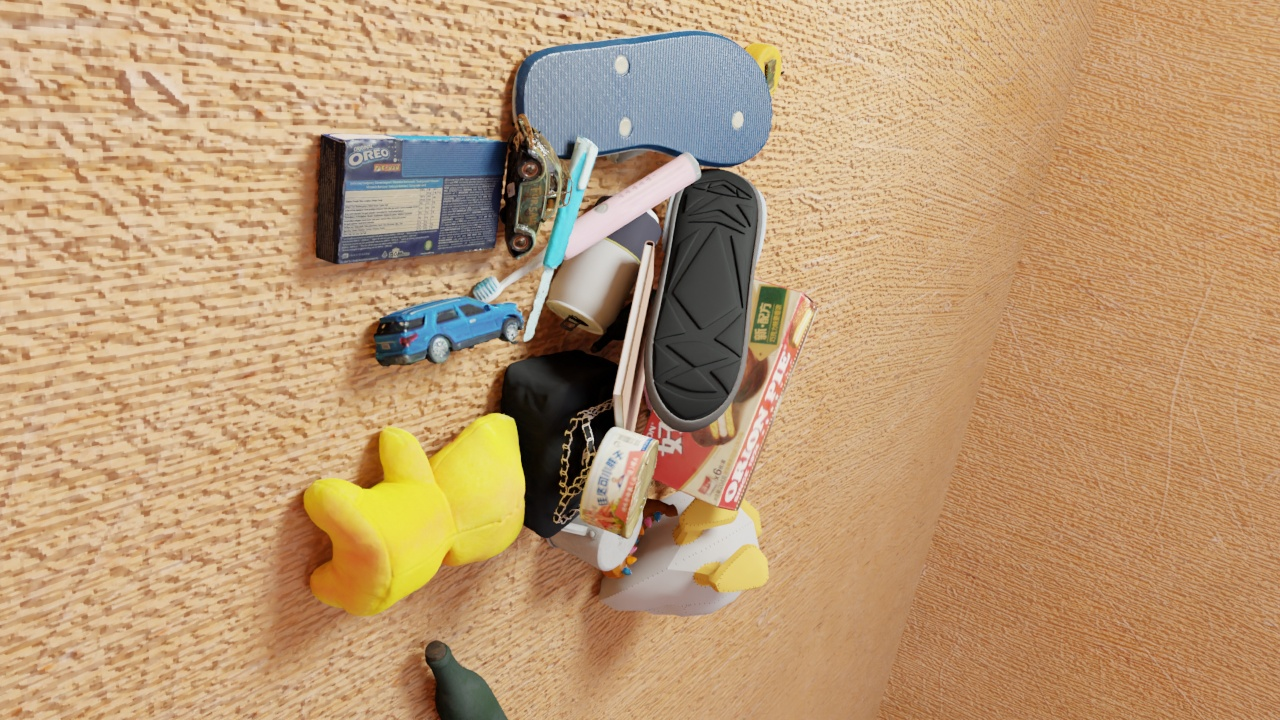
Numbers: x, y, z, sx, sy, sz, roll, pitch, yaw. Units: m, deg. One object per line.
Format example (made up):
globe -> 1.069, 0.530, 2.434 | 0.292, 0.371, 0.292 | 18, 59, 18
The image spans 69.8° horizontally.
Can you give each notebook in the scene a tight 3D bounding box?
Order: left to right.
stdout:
notebook -> -0.005, 0.005, 0.837 | 0.209, 0.008, 0.141 | 90, 10, -67

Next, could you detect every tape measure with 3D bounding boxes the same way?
tape measure -> 0.126, -0.302, 0.962 | 0.068, 0.030, 0.059 | -47, 146, -34

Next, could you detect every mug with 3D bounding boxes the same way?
mug -> -0.054, 0.166, 0.934 | 0.113, 0.070, 0.084 | 9, 101, -62

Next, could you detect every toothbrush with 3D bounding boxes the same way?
toothbrush -> -0.043, -0.108, 0.759 | 0.222, 0.027, 0.026 | -34, 129, -15

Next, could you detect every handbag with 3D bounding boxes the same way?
handbag -> -0.055, 0.074, 0.829 | 0.124, 0.115, 0.154 | -24, 125, -52

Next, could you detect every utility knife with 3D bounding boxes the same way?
utility knife -> -0.067, -0.094, 0.728 | 0.022, 0.015, 0.169 | 9, 103, -50

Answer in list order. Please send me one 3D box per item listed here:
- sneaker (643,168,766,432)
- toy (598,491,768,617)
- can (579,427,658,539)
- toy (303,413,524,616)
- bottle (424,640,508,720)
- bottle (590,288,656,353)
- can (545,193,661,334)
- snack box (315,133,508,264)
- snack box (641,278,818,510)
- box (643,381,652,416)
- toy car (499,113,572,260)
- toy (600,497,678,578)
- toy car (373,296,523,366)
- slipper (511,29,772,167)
sneaker -> 0.049, -0.044, 0.878 | 0.161, 0.093, 0.256 | 114, -13, -72
toy -> 0.062, 0.228, 1.095 | 0.246, 0.141, 0.268 | -25, 171, -16
can -> -0.016, 0.101, 0.765 | 0.086, 0.043, 0.086 | 19, 89, -80
toy -> -0.160, 0.117, 0.714 | 0.193, 0.087, 0.134 | -17, 120, -52
bottle -> -0.168, 0.316, 0.863 | 0.055, 0.055, 0.174 | -47, 143, -33
bottle -> -0.015, -0.037, 0.909 | 0.105, 0.025, 0.025 | -42, 141, -38
can -> -0.035, -0.080, 0.810 | 0.127, 0.064, 0.064 | -62, 150, -10
snack box -> -0.154, -0.114, 0.632 | 0.149, 0.027, 0.082 | -17, 121, -55
snack box -> 0.088, 0.028, 0.966 | 0.060, 0.113, 0.236 | 26, 86, -58
box -> 0.067, 0.027, 1.075 | 0.159, 0.035, 0.231 | -48, 144, -31
toy car -> -0.078, -0.130, 0.695 | 0.047, 0.047, 0.112 | -1, 132, -19
toy -> -0.006, 0.192, 0.995 | 0.070, 0.103, 0.090 | 44, 47, -40
toy car -> -0.140, -0.025, 0.684 | 0.120, 0.056, 0.043 | -18, 101, -47
slipper -> 0.004, -0.224, 0.790 | 0.294, 0.060, 0.118 | -14, 116, -40
